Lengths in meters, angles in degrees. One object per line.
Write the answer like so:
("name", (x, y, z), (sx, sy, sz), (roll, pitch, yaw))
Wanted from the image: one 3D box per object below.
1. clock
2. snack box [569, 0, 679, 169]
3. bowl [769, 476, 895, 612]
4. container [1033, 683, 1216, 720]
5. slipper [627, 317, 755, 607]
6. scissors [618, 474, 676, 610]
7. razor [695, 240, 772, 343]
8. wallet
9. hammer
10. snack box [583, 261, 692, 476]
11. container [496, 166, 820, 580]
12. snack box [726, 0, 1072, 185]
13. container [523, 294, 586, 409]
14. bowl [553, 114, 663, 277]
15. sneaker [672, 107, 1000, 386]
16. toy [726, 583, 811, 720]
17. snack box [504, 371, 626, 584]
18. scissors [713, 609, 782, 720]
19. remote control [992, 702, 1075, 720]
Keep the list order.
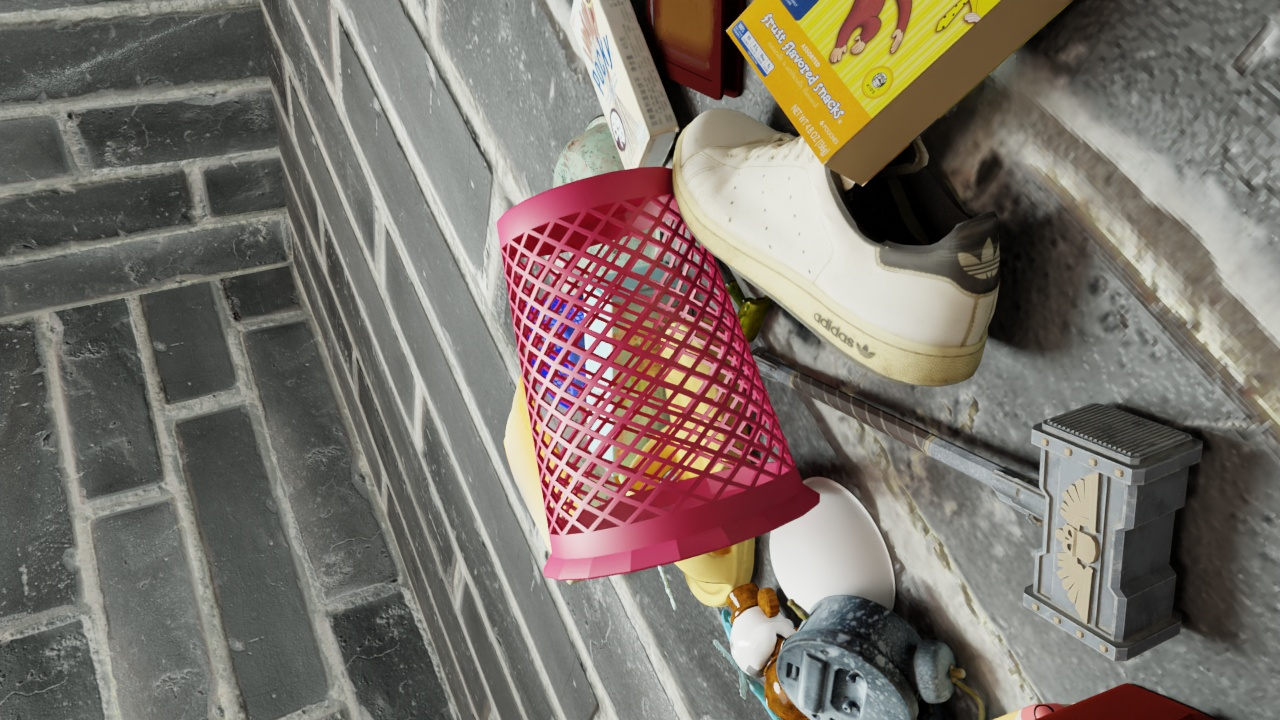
("clock", (0.146, 0.197, 0.567), (0.129, 0.052, 0.090), (20, 132, 27))
("snack box", (-0.015, -0.220, 0.699), (0.082, 0.026, 0.150), (125, 125, -73))
("bowl", (0.120, 0.138, 0.626), (0.110, 0.040, 0.110), (43, 141, 49))
("container", (0.178, 0.221, 0.363), (0.148, 0.200, 0.127), (15, 117, 62))
("slipper", (0.036, 0.095, 0.734), (0.099, 0.078, 0.264), (31, 132, 53))
("scissors", (0.003, 0.143, 0.834), (0.169, 0.023, 0.171), (82, 169, -74))
("razor", (0.059, -0.064, 0.659), (0.043, 0.026, 0.105), (104, 146, -50))
("wallet", (0.032, -0.233, 0.622), (0.115, 0.018, 0.092), (43, 142, 51))
("hammer", (0.146, 0.039, 0.519), (0.322, 0.044, 0.098), (31, 131, 59))
("snack box", (-0.003, 0.009, 0.766), (0.053, 0.074, 0.175), (44, 141, 50))
("container", (-0.003, 0.003, 0.598), (0.183, 0.182, 0.225), (-20, 85, 65))
("snack box", (0.113, -0.154, 0.396), (0.126, 0.040, 0.088), (-42, 62, 28))
("container", (-0.066, -0.012, 0.905), (0.114, 0.058, 0.096), (37, 136, 53))
("bowl", (-0.036, -0.130, 0.795), (0.157, 0.038, 0.158), (43, 141, 49))
("sneaker", (0.095, -0.092, 0.485), (0.241, 0.088, 0.102), (50, 148, 39))
("toy", (0.105, 0.219, 0.688), (0.112, 0.067, 0.087), (-117, 26, -44))
("snack box", (-0.083, 0.125, 0.995), (0.195, 0.080, 0.145), (61, 152, 26))
("scissors", (0.089, 0.255, 0.735), (0.125, 0.015, 0.136), (58, -169, -2))
("remote control", (0.200, 0.207, 0.500), (0.126, 0.038, 0.018), (113, 157, -53))
